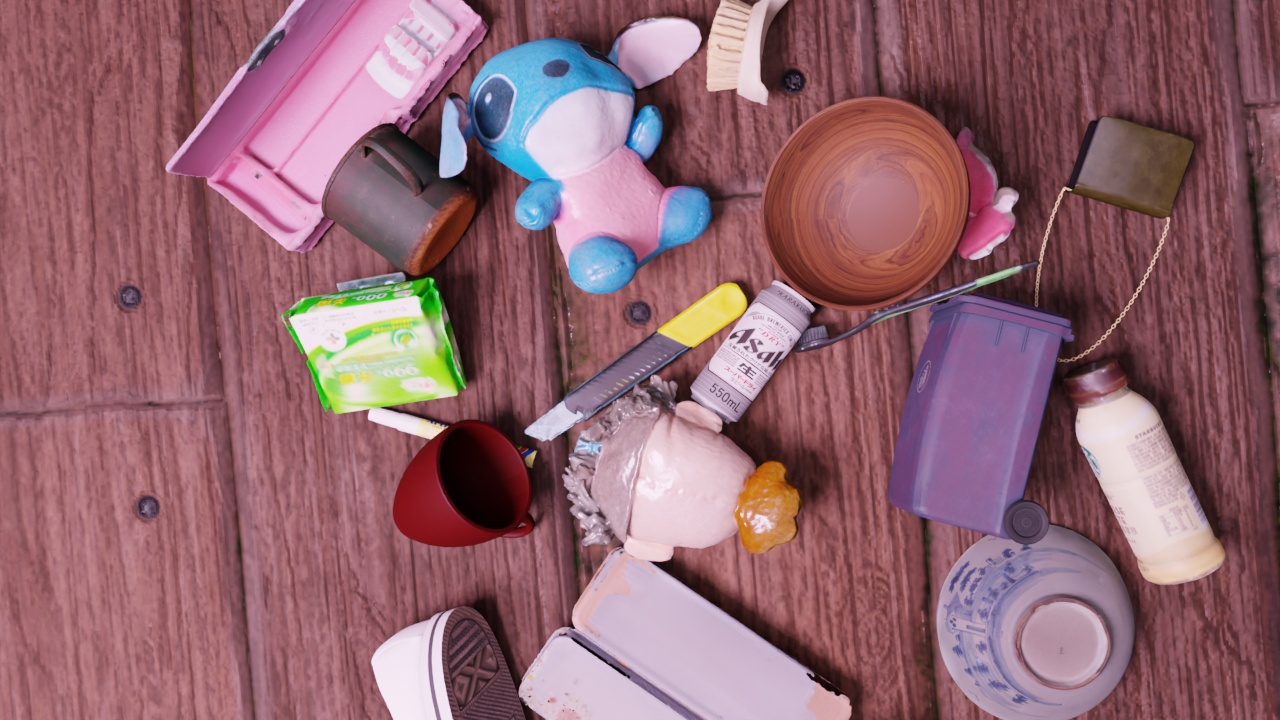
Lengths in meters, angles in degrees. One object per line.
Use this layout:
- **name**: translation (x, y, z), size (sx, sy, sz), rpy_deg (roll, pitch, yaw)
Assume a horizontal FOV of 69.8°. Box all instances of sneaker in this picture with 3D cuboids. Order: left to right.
- **sneaker**: translation (-0.139, 0.310, 0.678), size (0.097, 0.091, 0.245), rpy_deg (-17, 94, 21)

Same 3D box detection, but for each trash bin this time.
- **trash bin**: translation (0.242, 0.038, 0.654), size (0.092, 0.094, 0.161), rpy_deg (15, 88, 2)

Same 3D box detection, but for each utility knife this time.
- **utility knife**: translation (-0.004, 0.004, 0.699), size (0.198, 0.020, 0.029), rpy_deg (-34, 87, 1)

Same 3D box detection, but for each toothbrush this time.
- **toothbrush**: translation (0.185, -0.038, 0.642), size (0.189, 0.014, 0.017), rpy_deg (-22, 74, 40)

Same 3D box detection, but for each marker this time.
- **marker**: translation (-0.145, 0.058, 0.707), size (0.132, 0.014, 0.014), rpy_deg (16, 90, 2)

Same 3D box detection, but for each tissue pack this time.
- **tissue pack**: translation (-0.192, -0.011, 0.678), size (0.114, 0.034, 0.100), rpy_deg (-9, 126, 4)

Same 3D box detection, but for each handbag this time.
- **handbag**: translation (0.344, -0.086, 0.687), size (0.084, 0.027, 0.178), rpy_deg (17, 96, 2)

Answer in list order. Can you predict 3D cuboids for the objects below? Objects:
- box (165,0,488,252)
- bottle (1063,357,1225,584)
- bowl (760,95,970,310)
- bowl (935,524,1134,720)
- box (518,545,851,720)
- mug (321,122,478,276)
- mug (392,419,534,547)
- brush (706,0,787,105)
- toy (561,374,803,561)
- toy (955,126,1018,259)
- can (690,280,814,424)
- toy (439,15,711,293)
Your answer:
- **box**: translation (-0.225, -0.197, 0.660), size (0.099, 0.115, 0.232), rpy_deg (41, 92, 1)
- **bottle**: translation (0.361, 0.078, 0.666), size (0.056, 0.056, 0.162), rpy_deg (-25, 89, 2)
- **bowl**: translation (0.167, -0.108, 0.659), size (0.148, 0.068, 0.147), rpy_deg (0, 90, 33)
- **bowl**: translation (0.297, 0.199, 0.669), size (0.151, 0.056, 0.150), rpy_deg (0, 91, 2)
- **box**: translation (0.032, 0.254, 0.690), size (0.216, 0.063, 0.157), rpy_deg (34, 102, 2)
- **mug**: translation (-0.171, -0.119, 0.661), size (0.081, 0.111, 0.084), rpy_deg (37, 72, 0)
- **mug**: translation (-0.132, 0.107, 0.682), size (0.089, 0.087, 0.114), rpy_deg (-30, 128, 34)
- **brush**: translation (0.142, -0.301, 0.680), size (0.077, 0.062, 0.272), rpy_deg (42, 87, -3)
- **toy**: translation (0.032, 0.086, 0.662), size (0.176, 0.076, 0.133), rpy_deg (19, 99, 15)
- **toy**: translation (0.239, -0.117, 0.676), size (0.066, 0.050, 0.102), rpy_deg (-33, 59, 21)
- **can**: translation (0.083, -0.006, 0.683), size (0.044, 0.044, 0.106), rpy_deg (36, 91, 2)
- **toy**: translation (-0.030, -0.153, 0.666), size (0.223, 0.099, 0.191), rpy_deg (-34, 91, -25)
